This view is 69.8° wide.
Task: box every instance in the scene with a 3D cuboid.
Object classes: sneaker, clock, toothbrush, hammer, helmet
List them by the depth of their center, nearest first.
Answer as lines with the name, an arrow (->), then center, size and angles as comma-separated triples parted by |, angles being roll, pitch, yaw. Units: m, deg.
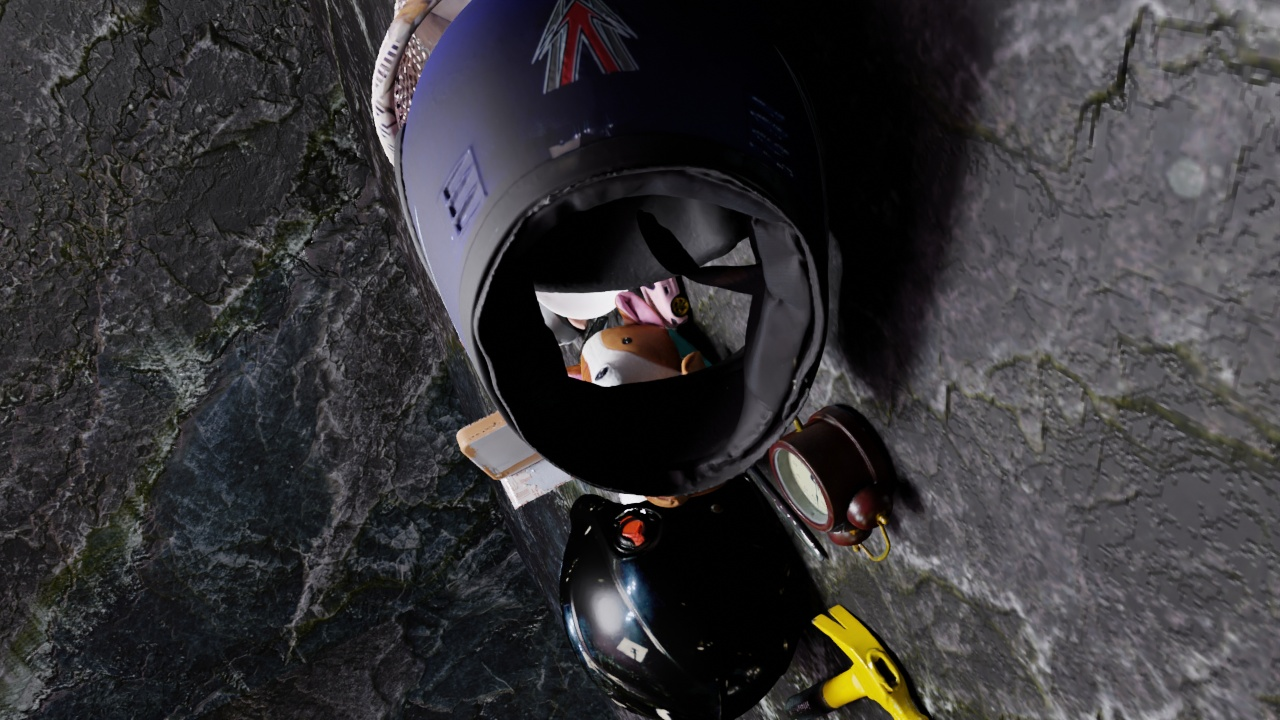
helmet -> -0.009, -0.091, 0.567 | 0.316, 0.247, 0.240 | 76, -178, -50
clock -> 0.144, 0.090, 0.667 | 0.122, 0.055, 0.082 | 57, 161, 21
toothbrush -> 0.116, 0.120, 0.866 | 0.181, 0.018, 0.016 | 51, 156, 35
hammer -> 0.190, 0.324, 0.896 | 0.128, 0.032, 0.301 | 59, 162, 21
helmet -> 0.030, 0.246, 0.935 | 0.275, 0.229, 0.234 | 15, 142, 16
sneaker -> -0.145, -0.042, 1.201 | 0.089, 0.091, 0.242 | 52, -178, 2

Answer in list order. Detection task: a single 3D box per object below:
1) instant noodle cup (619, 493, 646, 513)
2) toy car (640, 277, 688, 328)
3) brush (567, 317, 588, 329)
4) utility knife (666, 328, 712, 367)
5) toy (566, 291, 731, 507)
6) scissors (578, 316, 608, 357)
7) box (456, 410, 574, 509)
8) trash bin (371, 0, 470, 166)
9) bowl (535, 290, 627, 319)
instant noodle cup -> 0.029, 0.218, 1.192 | 0.138, 0.060, 0.173 | 27, 140, 64
toy car -> 0.010, -0.085, 0.862 | 0.056, 0.037, 0.122 | 32, 144, 64
brush -> -0.101, -0.105, 1.126 | 0.145, 0.063, 0.073 | 54, 156, 28
utility knife -> 0.064, 0.009, 0.873 | 0.151, 0.013, 0.029 | 46, 158, 42
toy -> 0.008, 0.038, 0.847 | 0.199, 0.140, 0.130 | 54, -162, 28
scissors -> -0.052, -0.037, 0.998 | 0.168, 0.014, 0.156 | 69, -153, -75
box -> -0.104, 0.098, 1.125 | 0.105, 0.178, 0.260 | 63, 178, 6
trash bin -> -0.096, -0.246, 0.693 | 0.228, 0.227, 0.192 | 86, 166, -50
bowl -> -0.059, -0.110, 0.963 | 0.064, 0.118, 0.118 | -63, -41, -59
